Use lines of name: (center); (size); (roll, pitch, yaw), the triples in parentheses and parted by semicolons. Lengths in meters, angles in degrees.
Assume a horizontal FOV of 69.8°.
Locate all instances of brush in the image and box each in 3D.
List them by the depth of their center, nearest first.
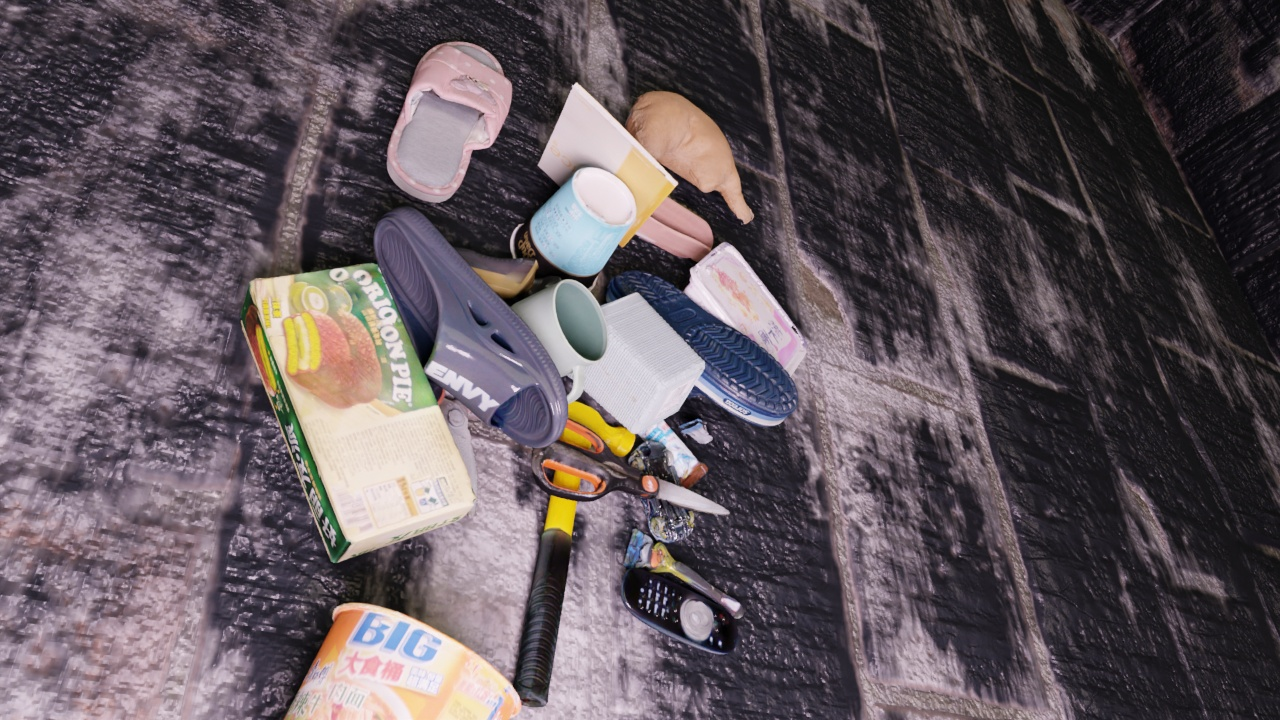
brush: (0.031, -0.167, 1.135); (0.145, 0.063, 0.073); (26, 30, -30)

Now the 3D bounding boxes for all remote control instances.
remote control: (0.034, 0.241, 0.875); (0.136, 0.024, 0.053); (31, 44, -19)

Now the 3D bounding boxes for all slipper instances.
slipper: (-0.173, -0.020, 0.821); (0.083, 0.111, 0.268); (-30, 75, -40)
slipper: (0.053, -0.001, 1.020); (0.253, 0.095, 0.104); (40, 39, 18)
slipper: (-0.211, -0.284, 1.035); (0.114, 0.055, 0.273); (29, 47, -19)

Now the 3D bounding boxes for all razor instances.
razor: (0.048, 0.216, 0.906); (0.142, 0.022, 0.042); (35, 46, -14)
razor: (-0.163, -0.084, 0.939); (0.167, 0.062, 0.067); (13, 84, -25)

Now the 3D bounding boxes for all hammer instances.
hammer: (-0.077, 0.162, 0.838); (0.128, 0.033, 0.299); (25, 47, -22)

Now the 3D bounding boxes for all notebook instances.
notebook: (-0.043, -0.209, 1.019); (0.146, 0.207, 0.010); (44, 71, -5)

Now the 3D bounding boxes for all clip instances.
clip: (0.062, 0.077, 1.004); (0.057, 0.024, 0.028); (38, 31, -65)

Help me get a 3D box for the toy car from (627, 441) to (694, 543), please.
toy car: (0.019, 0.134, 0.934); (0.048, 0.031, 0.105); (-6, 70, -40)

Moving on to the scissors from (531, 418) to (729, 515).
scissors: (-0.003, 0.104, 0.899); (0.234, 0.022, 0.125); (5, 57, -37)

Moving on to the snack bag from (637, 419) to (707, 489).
snack bag: (0.028, 0.089, 0.978); (0.048, 0.026, 0.104); (-36, 86, -39)

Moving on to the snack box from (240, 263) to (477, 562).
snack box: (-0.239, 0.037, 0.769); (0.114, 0.063, 0.240); (-15, 70, -37)

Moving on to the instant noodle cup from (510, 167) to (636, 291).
instant noodle cup: (-0.066, -0.143, 1.000); (0.111, 0.121, 0.111); (20, 50, -26)

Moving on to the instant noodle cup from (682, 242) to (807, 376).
instant noodle cup: (0.117, -0.047, 1.107); (0.173, 0.060, 0.137); (53, 33, -4)

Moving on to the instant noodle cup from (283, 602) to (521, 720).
instant noodle cup: (-0.172, 0.253, 0.622); (0.151, 0.152, 0.111); (37, 52, -11)

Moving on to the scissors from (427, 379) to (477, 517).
scissors: (-0.184, 0.037, 0.857); (0.214, 0.015, 0.196); (47, 43, -2)

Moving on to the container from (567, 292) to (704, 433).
container: (-0.006, 0.006, 0.946); (0.111, 0.090, 0.089); (44, 40, 17)

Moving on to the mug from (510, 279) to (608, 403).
mug: (-0.093, -0.007, 0.882); (0.082, 0.107, 0.111); (7, 64, -57)

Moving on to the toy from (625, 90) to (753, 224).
toy: (0.079, -0.280, 1.251); (0.226, 0.083, 0.143); (30, 51, -22)
